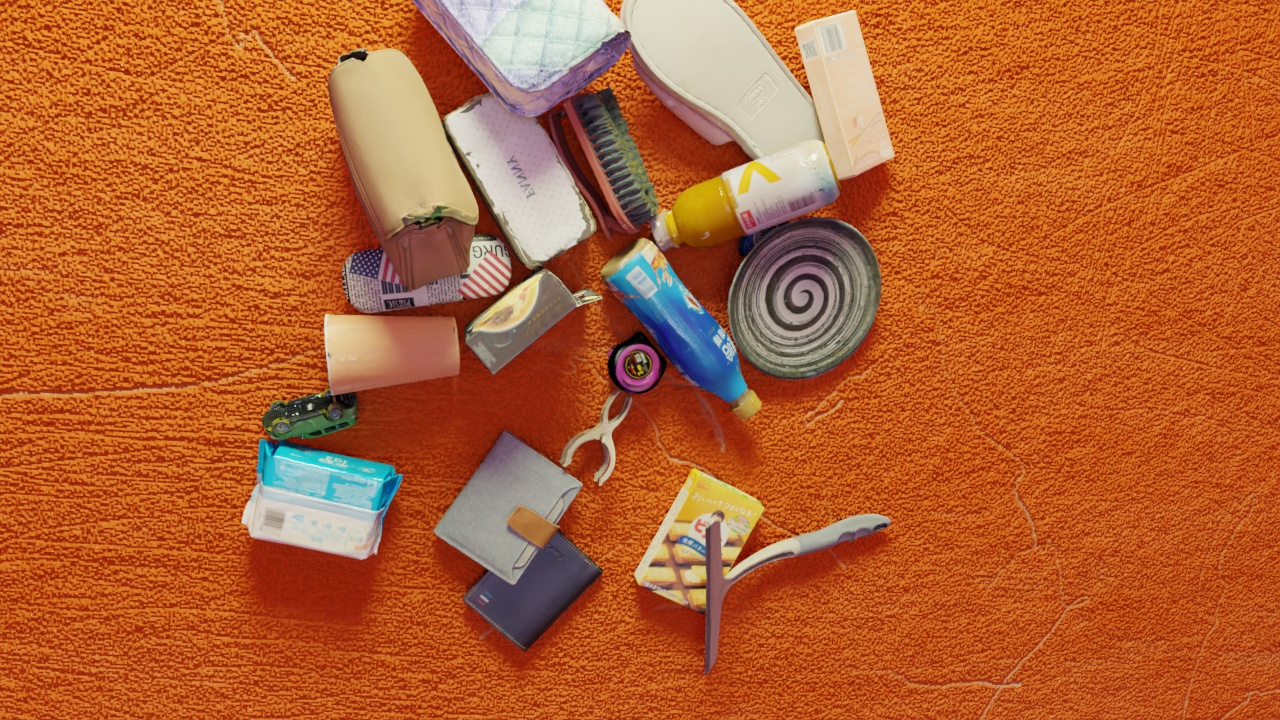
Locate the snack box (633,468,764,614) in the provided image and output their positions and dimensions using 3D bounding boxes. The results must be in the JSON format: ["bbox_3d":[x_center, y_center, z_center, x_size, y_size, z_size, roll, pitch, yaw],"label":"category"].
[{"bbox_3d":[0.064,0.199,1.006,0.087,0.034,0.140,28,91,-15],"label":"snack box"}]

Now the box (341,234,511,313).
[{"bbox_3d":[-0.208,-0.086,0.904,0.164,0.057,0.071,-7,77,-11],"label":"box"}]

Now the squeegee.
[{"bbox_3d":[0.169,0.213,1.017,0.246,0.039,0.247,-19,130,-19],"label":"squeegee"}]

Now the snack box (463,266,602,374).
[{"bbox_3d":[-0.108,-0.046,0.890,0.125,0.113,0.053,-40,104,-3],"label":"snack box"}]

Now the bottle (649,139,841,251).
[{"bbox_3d":[0.102,-0.159,0.919,0.190,0.068,0.068,-19,103,13],"label":"bottle"}]

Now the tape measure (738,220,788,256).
[{"bbox_3d":[0.133,-0.130,0.967,0.058,0.025,0.054,11,96,-23],"label":"tape measure"}]

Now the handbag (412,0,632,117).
[{"bbox_3d":[-0.118,-0.327,0.836,0.134,0.076,0.194,-39,89,-15],"label":"handbag"}]

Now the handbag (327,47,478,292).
[{"bbox_3d":[-0.209,-0.172,0.819,0.099,0.148,0.204,-23,85,-14],"label":"handbag"}]

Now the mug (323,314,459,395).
[{"bbox_3d":[-0.240,-0.010,0.893,0.122,0.078,0.078,-5,100,-16],"label":"mug"}]

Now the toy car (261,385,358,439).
[{"bbox_3d":[-0.322,0.054,0.900,0.091,0.043,0.036,-12,124,-17],"label":"toy car"}]

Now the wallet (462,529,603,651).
[{"bbox_3d":[-0.115,0.240,0.986,0.122,0.020,0.096,-46,104,-3],"label":"wallet"}]

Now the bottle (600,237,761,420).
[{"bbox_3d":[0.050,-0.027,0.948,0.065,0.065,0.218,-42,105,-2],"label":"bottle"}]

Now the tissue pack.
[{"bbox_3d":[-0.314,0.135,0.906,0.140,0.063,0.090,14,98,-12],"label":"tissue pack"}]

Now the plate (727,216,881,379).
[{"bbox_3d":[0.173,-0.065,0.975,0.179,0.024,0.179,-6,110,-16],"label":"plate"}]

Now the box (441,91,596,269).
[{"bbox_3d":[-0.121,-0.184,0.893,0.089,0.060,0.184,-29,102,-7],"label":"box"}]

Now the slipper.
[{"bbox_3d":[0.089,-0.276,0.918,0.274,0.054,0.114,34,95,-26],"label":"slipper"}]

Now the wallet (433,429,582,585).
[{"bbox_3d":[-0.135,0.154,0.951,0.106,0.037,0.129,35,89,-4],"label":"wallet"}]

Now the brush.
[{"bbox_3d":[-0.036,-0.192,0.910,0.069,0.063,0.146,-18,106,24],"label":"brush"}]

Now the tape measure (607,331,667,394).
[{"bbox_3d":[-0.006,0.006,0.957,0.058,0.039,0.057,-44,104,-6],"label":"tape measure"}]

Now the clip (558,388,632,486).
[{"bbox_3d":[-0.035,0.089,0.969,0.103,0.035,0.092,-39,100,-11],"label":"clip"}]

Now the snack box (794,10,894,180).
[{"bbox_3d":[0.210,-0.271,0.937,0.084,0.026,0.157,-30,107,-40],"label":"snack box"}]
